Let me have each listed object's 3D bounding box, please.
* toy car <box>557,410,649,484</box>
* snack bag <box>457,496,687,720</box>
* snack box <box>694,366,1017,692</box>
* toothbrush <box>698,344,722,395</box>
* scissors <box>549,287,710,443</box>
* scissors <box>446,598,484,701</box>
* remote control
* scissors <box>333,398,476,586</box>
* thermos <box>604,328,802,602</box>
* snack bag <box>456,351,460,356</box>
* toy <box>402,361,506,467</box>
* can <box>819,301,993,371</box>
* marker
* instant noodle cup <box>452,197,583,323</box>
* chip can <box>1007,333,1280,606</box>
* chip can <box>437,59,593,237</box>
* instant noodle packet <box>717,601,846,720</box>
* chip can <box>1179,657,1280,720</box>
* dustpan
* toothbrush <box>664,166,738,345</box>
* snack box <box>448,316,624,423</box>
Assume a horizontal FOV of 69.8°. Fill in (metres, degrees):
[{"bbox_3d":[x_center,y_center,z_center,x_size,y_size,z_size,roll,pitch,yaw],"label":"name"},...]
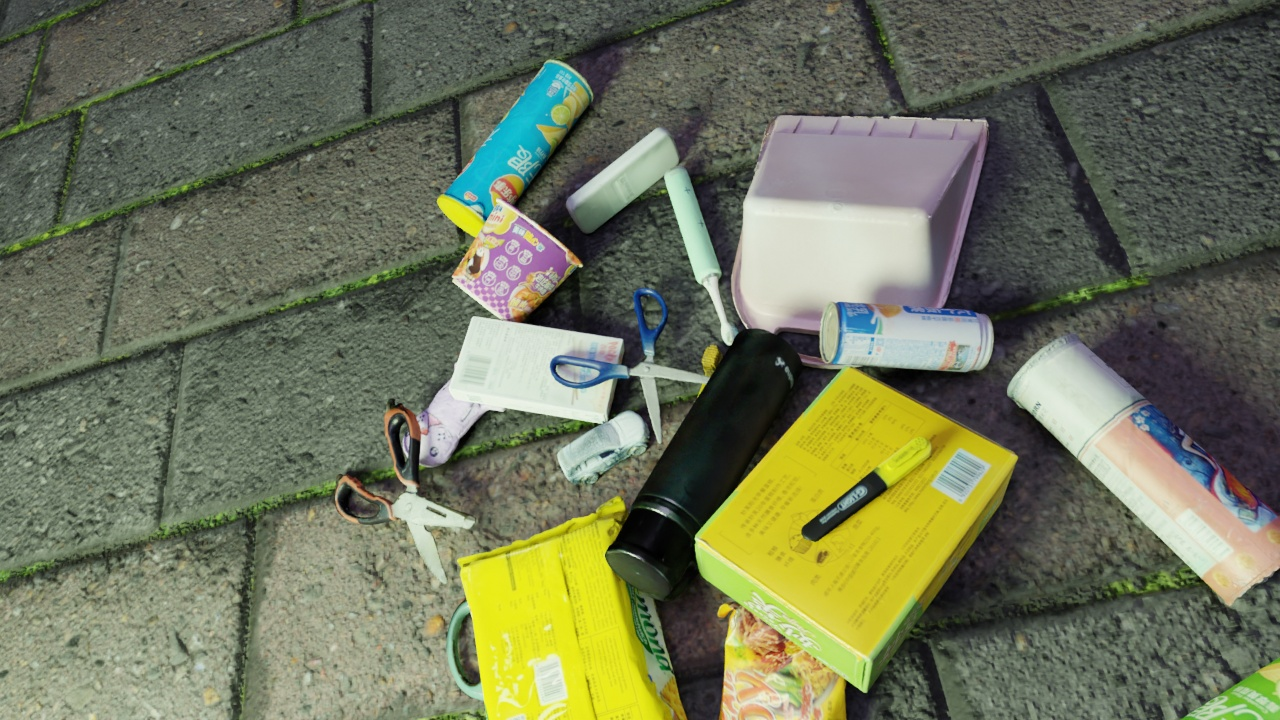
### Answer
[{"bbox_3d":[-0.035,0.079,0.855,0.090,0.034,0.043,-30,54,1],"label":"toy car"},{"bbox_3d":[-0.058,0.246,0.737,0.158,0.068,0.246,-19,62,5],"label":"snack bag"},{"bbox_3d":[0.166,0.122,0.714,0.158,0.070,0.209,31,63,30],"label":"snack box"},{"bbox_3d":[0.042,0.071,0.841,0.016,0.016,0.189,11,68,23],"label":"toothbrush"},{"bbox_3d":[-0.005,0.004,0.864,0.162,0.012,0.172,-9,58,2],"label":"scissors"},{"bbox_3d":[-0.087,0.257,0.789,0.181,0.019,0.170,-32,56,0],"label":"scissors"},{"bbox_3d":[-0.018,-0.191,0.977,0.136,0.056,0.020,-39,60,-3],"label":"remote control"},{"bbox_3d":[-0.228,0.127,0.869,0.189,0.015,0.226,-31,54,27],"label":"scissors"},{"bbox_3d":[0.059,0.087,0.772,0.068,0.090,0.241,9,51,37],"label":"thermos"},{"bbox_3d":[-0.141,0.007,0.934,0.048,0.026,0.104,-38,58,-19],"label":"snack bag"},{"bbox_3d":[-0.191,0.062,0.915,0.084,0.039,0.108,36,79,32],"label":"toy"},{"bbox_3d":[0.224,-0.020,0.778,0.134,0.053,0.053,3,63,-4],"label":"can"},{"bbox_3d":[0.168,0.095,0.679,0.124,0.015,0.018,-34,48,-15],"label":"marker"},{"bbox_3d":[-0.132,-0.096,0.942,0.111,0.111,0.099,37,87,31],"label":"instant noodle cup"},{"bbox_3d":[0.379,0.077,0.687,0.071,0.071,0.214,-36,58,-1],"label":"chip can"},{"bbox_3d":[-0.139,-0.238,1.034,0.071,0.071,0.210,26,75,29],"label":"chip can"},{"bbox_3d":[0.110,0.250,0.709,0.111,0.044,0.128,-4,62,20],"label":"instant noodle packet"},{"bbox_3d":[0.407,0.241,0.591,0.221,0.072,0.072,-32,58,1],"label":"chip can"},{"bbox_3d":[0.200,-0.125,0.894,0.223,0.139,0.272,10,39,25],"label":"dustpan"},{"bbox_3d":[0.062,-0.108,0.922,0.027,0.027,0.224,-43,49,38],"label":"toothbrush"},{"bbox_3d":[-0.100,0.008,0.896,0.157,0.027,0.084,9,64,8],"label":"snack box"}]
